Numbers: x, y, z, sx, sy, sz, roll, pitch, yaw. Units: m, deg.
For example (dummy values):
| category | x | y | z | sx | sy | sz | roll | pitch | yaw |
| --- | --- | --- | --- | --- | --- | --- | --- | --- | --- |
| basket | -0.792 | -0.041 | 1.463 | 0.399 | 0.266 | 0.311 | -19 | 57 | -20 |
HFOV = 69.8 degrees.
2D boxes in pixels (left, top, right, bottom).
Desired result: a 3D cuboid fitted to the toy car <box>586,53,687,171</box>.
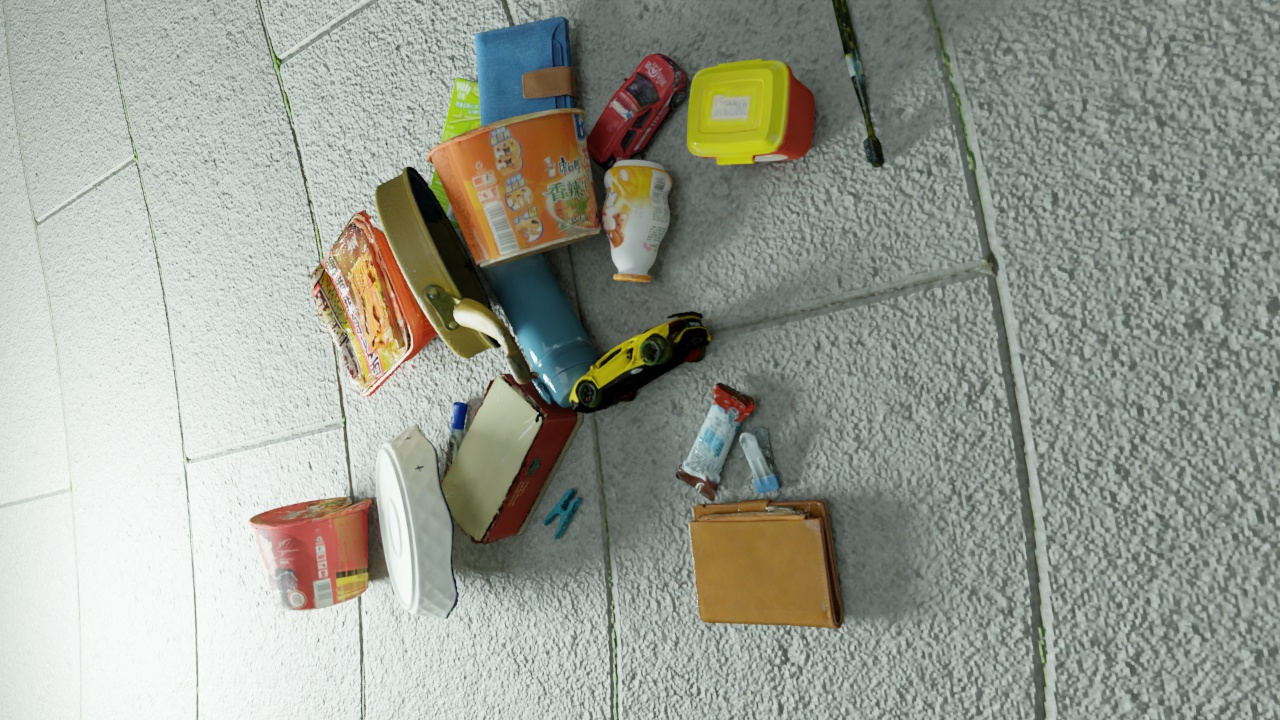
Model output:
| category | x | y | z | sx | sy | sz | roll | pitch | yaw |
| --- | --- | --- | --- | --- | --- | --- | --- | --- | --- |
| toy car | -0.006 | -0.229 | 0.857 | 0.053 | 0.045 | 0.121 | 49 | 114 | 24 |

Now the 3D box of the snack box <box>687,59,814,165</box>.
| category | x | y | z | sx | sy | sz | roll | pitch | yaw |
| --- | --- | --- | --- | --- | --- | --- | --- | --- | --- |
| snack box | 0.094 | -0.199 | 0.760 | 0.091 | 0.080 | 0.082 | 7 | 93 | 36 |

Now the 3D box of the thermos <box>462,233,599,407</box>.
| category | x | y | z | sx | sy | sz | roll | pitch | yaw |
| --- | --- | --- | --- | --- | --- | --- | --- | --- | --- |
| thermos | -0.108 | -0.056 | 0.918 | 0.070 | 0.070 | 0.220 | -41 | 67 | 29 |

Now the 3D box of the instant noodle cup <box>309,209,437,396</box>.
| category | x | y | z | sx | sy | sz | roll | pitch | yaw |
| --- | --- | --- | --- | --- | --- | --- | --- | --- | --- |
| instant noodle cup | -0.288 | -0.064 | 1.021 | 0.189 | 0.078 | 0.164 | -33 | 79 | 49 |

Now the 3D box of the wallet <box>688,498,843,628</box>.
| category | x | y | z | sx | sy | sz | roll | pitch | yaw |
| --- | --- | --- | --- | --- | --- | --- | --- | --- | --- |
| wallet | 0.103 | 0.173 | 0.785 | 0.132 | 0.031 | 0.108 | -10 | 87 | 35 |

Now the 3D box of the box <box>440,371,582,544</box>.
| category | x | y | z | sx | sy | sz | roll | pitch | yaw |
| --- | --- | --- | --- | --- | --- | --- | --- | --- | --- |
| box | -0.142 | 0.098 | 0.936 | 0.091 | 0.078 | 0.168 | 39 | 112 | 29 |

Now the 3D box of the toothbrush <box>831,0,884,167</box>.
| category | x | y | z | sx | sy | sz | roll | pitch | yaw |
| --- | --- | --- | --- | --- | --- | --- | --- | --- | --- |
| toothbrush | 0.170 | -0.245 | 0.743 | 0.012 | 0.017 | 0.185 | -17 | 80 | 38 |

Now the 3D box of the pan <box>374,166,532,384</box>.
| category | x | y | z | sx | sy | sz | roll | pitch | yaw |
| --- | --- | --- | --- | --- | --- | --- | --- | --- | --- |
| pan | -0.163 | -0.063 | 0.845 | 0.078 | 0.198 | 0.357 | -26 | 34 | 0 |

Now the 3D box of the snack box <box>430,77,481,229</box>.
| category | x | y | z | sx | sy | sz | roll | pitch | yaw |
| --- | --- | --- | --- | --- | --- | --- | --- | --- | --- |
| snack box | -0.184 | -0.222 | 0.998 | 0.086 | 0.026 | 0.156 | 23 | 104 | 34 |

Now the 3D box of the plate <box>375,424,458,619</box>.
| category | x | y | z | sx | sy | sz | roll | pitch | yaw |
| --- | --- | --- | --- | --- | --- | --- | --- | --- | --- |
| plate | -0.242 | 0.174 | 0.973 | 0.205 | 0.045 | 0.205 | 173 | 90 | -65 |

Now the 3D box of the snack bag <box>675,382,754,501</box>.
| category | x | y | z | sx | sy | sz | roll | pitch | yaw |
| --- | --- | --- | --- | --- | --- | --- | --- | --- | --- |
| snack bag | 0.066 | 0.071 | 0.815 | 0.045 | 0.026 | 0.105 | 30 | 108 | 23 |

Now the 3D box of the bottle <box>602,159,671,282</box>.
| category | x | y | z | sx | sy | sz | roll | pitch | yaw |
| --- | --- | --- | --- | --- | --- | --- | --- | --- | --- |
| bottle | -0.004 | -0.127 | 0.843 | 0.063 | 0.063 | 0.108 | 5 | 93 | 36 |

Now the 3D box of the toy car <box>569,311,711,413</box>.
| category | x | y | z | sx | sy | sz | roll | pitch | yaw |
| --- | --- | --- | --- | --- | --- | --- | --- | --- | --- |
| toy car | -0.005 | 0.005 | 0.839 | 0.156 | 0.071 | 0.041 | -34 | 72 | 32 |

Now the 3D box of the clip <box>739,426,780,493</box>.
| category | x | y | z | sx | sy | sz | roll | pitch | yaw |
| --- | --- | --- | --- | --- | --- | --- | --- | --- | --- |
| clip | 0.104 | 0.086 | 0.795 | 0.024 | 0.028 | 0.056 | -18 | 88 | 37 |

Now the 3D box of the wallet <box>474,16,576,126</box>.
| category | x | y | z | sx | sy | sz | roll | pitch | yaw |
| --- | --- | --- | --- | --- | --- | --- | --- | --- | --- |
| wallet | -0.115 | -0.271 | 0.926 | 0.106 | 0.040 | 0.133 | -4 | 91 | 17 |

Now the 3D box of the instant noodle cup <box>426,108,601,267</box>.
| category | x | y | z | sx | sy | sz | roll | pitch | yaw |
| --- | --- | --- | --- | --- | --- | --- | --- | --- | --- |
| instant noodle cup | -0.108 | -0.154 | 0.843 | 0.152 | 0.151 | 0.111 | -12 | 97 | 36 |

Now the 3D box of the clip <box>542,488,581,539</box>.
| category | x | y | z | sx | sy | sz | roll | pitch | yaw |
| --- | --- | --- | --- | --- | --- | --- | --- | --- | --- |
| clip | -0.079 | 0.154 | 0.930 | 0.041 | 0.014 | 0.056 | 43 | 114 | 28 |

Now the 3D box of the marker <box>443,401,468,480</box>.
| category | x | y | z | sx | sy | sz | roll | pitch | yaw |
| --- | --- | --- | --- | --- | --- | --- | --- | --- | --- |
| marker | -0.211 | 0.118 | 1.025 | 0.017 | 0.016 | 0.146 | 14 | 99 | 35 |

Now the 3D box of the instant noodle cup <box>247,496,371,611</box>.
| category | x | y | z | sx | sy | sz | roll | pitch | yaw |
| --- | --- | --- | --- | --- | --- | --- | --- | --- | --- |
| instant noodle cup | -0.387 | 0.229 | 1.089 | 0.138 | 0.137 | 0.108 | -4 | 94 | 36 |
